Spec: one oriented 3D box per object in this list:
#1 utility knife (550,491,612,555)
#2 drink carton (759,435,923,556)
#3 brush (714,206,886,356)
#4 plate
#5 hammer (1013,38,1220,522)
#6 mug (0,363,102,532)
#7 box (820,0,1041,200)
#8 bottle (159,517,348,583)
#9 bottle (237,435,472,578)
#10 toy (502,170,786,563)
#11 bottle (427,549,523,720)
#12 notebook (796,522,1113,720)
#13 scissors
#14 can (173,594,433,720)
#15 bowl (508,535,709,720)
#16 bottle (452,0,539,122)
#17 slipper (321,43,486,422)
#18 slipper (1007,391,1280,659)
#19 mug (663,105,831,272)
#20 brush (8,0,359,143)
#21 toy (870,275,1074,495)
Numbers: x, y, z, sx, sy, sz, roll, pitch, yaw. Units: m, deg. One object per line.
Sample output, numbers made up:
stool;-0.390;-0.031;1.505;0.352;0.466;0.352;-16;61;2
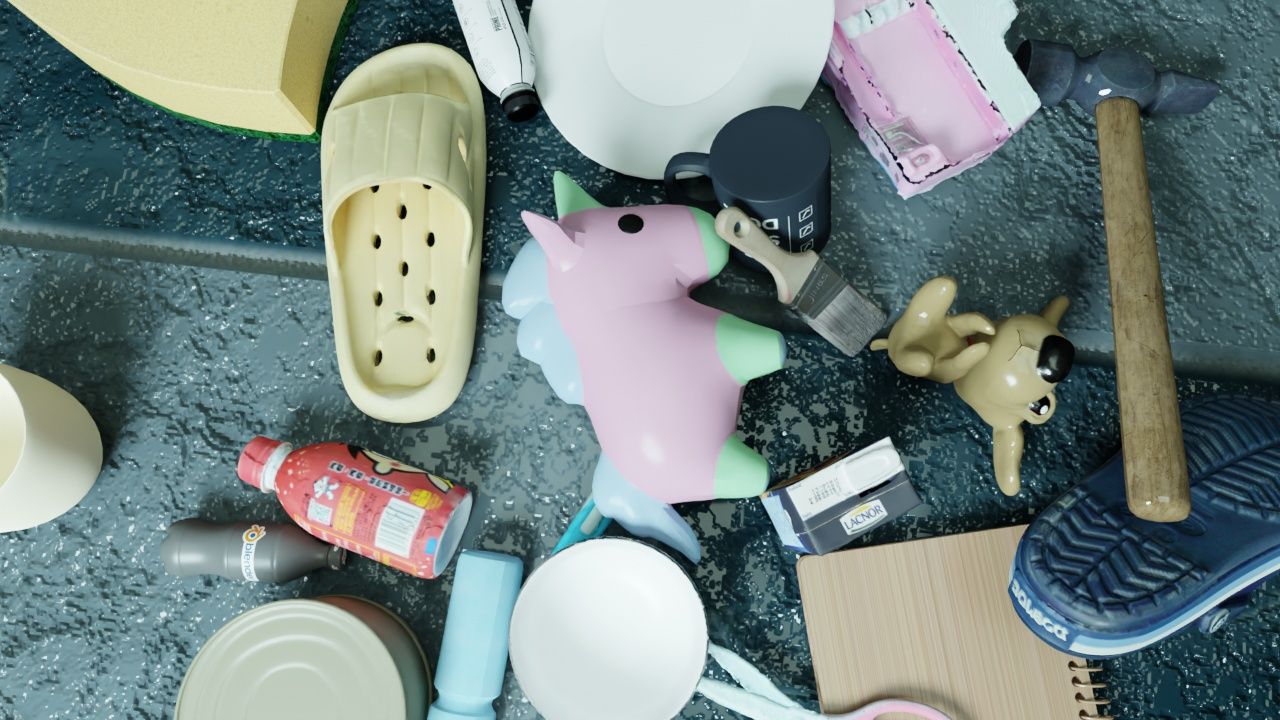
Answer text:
utility knife;-0.050;0.126;0.575;0.022;0.015;0.124;36;85;9
drink carton;0.108;0.079;0.520;0.064;0.130;0.040;-27;81;-3
brush;0.099;-0.049;0.559;0.151;0.012;0.039;34;88;-33
plate;0.024;-0.224;0.618;0.209;0.015;0.208;-1;88;15
hammer;0.294;-0.060;0.546;0.129;0.040;0.321;9;64;1
mug;-0.391;0.045;0.555;0.096;0.100;0.120;-33;79;-7
box;0.156;-0.231;0.586;0.086;0.106;0.230;-28;80;-4
bottle;-0.238;0.119;0.569;0.110;0.036;0.036;3;80;2
bottle;-0.177;0.083;0.562;0.137;0.062;0.062;21;81;4
toy;-0.003;0.003;0.553;0.171;0.120;0.222;9;85;-2
bottle;-0.101;0.182;0.553;0.040;0.040;0.130;9;80;3
notebook;0.195;0.212;0.549;0.169;0.022;0.210;-8;80;1
scissors;0.096;0.231;0.533;0.179;0.016;0.105;19;82;6
can;-0.190;0.202;0.535;0.128;0.073;0.127;0;80;1
bowl;-0.018;0.160;0.542;0.113;0.063;0.113;0;81;0
bottle;-0.097;-0.217;0.624;0.041;0.041;0.116;-19;80;-2
slipper;-0.159;-0.092;0.586;0.111;0.079;0.261;-3;80;4
slipper;0.313;0.100;0.534;0.252;0.095;0.105;-19;41;-20
mug;0.066;-0.107;0.575;0.105;0.077;0.071;7;65;16
brush;-0.274;-0.289;0.623;0.195;0.075;0.250;21;81;5
toy;0.205;0.000;0.554;0.108;0.106;0.134;22;77;-6
